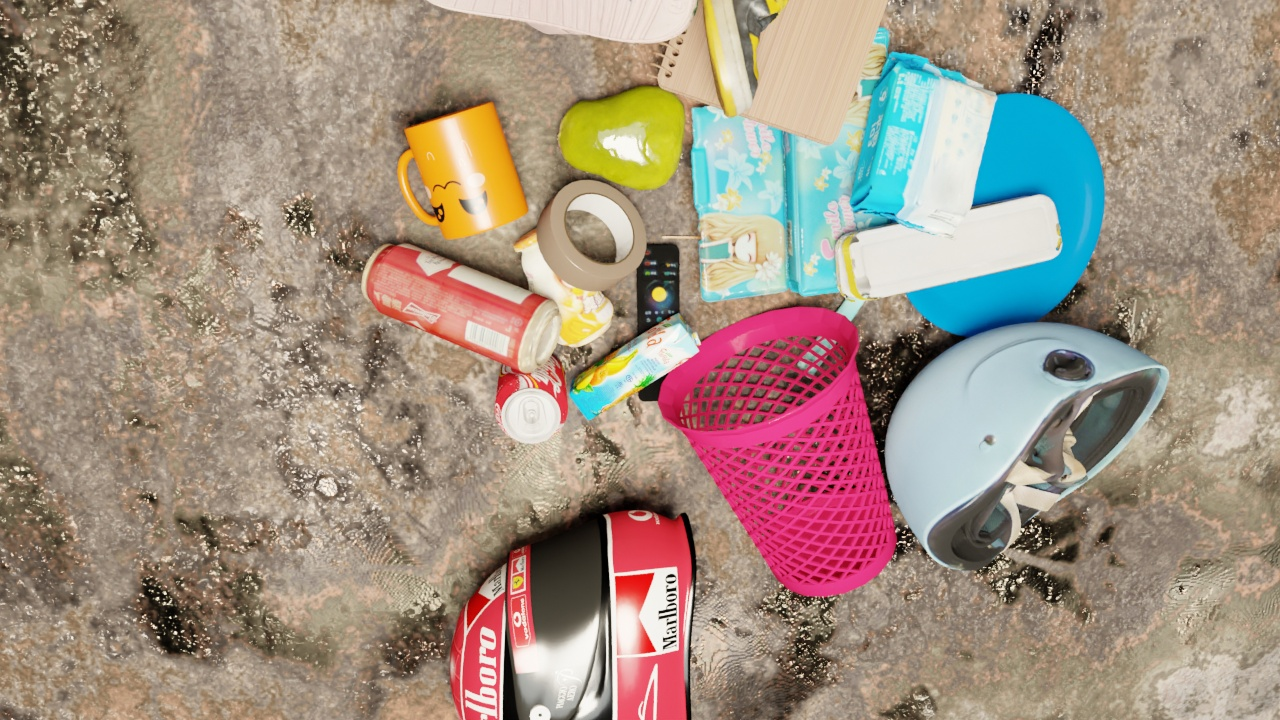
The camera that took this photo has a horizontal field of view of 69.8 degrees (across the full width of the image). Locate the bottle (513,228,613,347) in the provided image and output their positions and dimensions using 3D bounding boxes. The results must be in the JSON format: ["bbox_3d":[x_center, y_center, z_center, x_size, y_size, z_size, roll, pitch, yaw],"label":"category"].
[{"bbox_3d":[-0.072,-0.067,0.827,0.063,0.063,0.109,-30,108,4],"label":"bottle"}]

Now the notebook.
[{"bbox_3d":[0.116,-0.305,0.756,0.169,0.022,0.210,20,97,2],"label":"notebook"}]

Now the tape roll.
[{"bbox_3d":[-0.042,-0.109,0.802,0.093,0.030,0.093,11,67,-27],"label":"tape roll"}]

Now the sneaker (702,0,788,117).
[{"bbox_3d":[0.105,-0.310,0.699,0.122,0.086,0.238,-5,92,8],"label":"sneaker"}]

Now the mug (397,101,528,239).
[{"bbox_3d":[-0.162,-0.159,0.787,0.113,0.077,0.096,-6,112,29],"label":"mug"}]

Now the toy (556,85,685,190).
[{"bbox_3d":[-0.017,-0.195,0.795,0.110,0.051,0.090,6,105,-5],"label":"toy"}]

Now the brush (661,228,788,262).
[{"bbox_3d":[0.089,-0.112,0.850,0.126,0.017,0.048,0,108,-6],"label":"brush"}]

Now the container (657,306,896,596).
[{"bbox_3d":[0.145,0.095,0.853,0.183,0.183,0.226,-25,116,2],"label":"container"}]

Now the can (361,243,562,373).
[{"bbox_3d":[-0.154,-0.047,0.795,0.170,0.067,0.067,21,106,12],"label":"can"}]

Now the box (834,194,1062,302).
[{"bbox_3d":[0.274,-0.101,0.821,0.209,0.045,0.066,-13,96,-11],"label":"box"}]

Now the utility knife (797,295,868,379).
[{"bbox_3d":[0.192,-0.035,0.888,0.022,0.015,0.120,30,102,-23],"label":"utility knife"}]

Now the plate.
[{"bbox_3d":[0.329,-0.132,0.856,0.224,0.024,0.224,-4,107,-14],"label":"plate"}]

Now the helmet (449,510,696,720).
[{"bbox_3d":[-0.067,0.277,0.870,0.224,0.197,0.271,-1,100,-6],"label":"helmet"}]

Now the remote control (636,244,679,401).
[{"bbox_3d":[0.017,-0.035,0.868,0.041,0.020,0.152,-1,107,-3],"label":"remote control"}]

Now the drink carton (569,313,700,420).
[{"bbox_3d":[-0.005,0.005,0.846,0.129,0.044,0.038,-32,106,11],"label":"drink carton"}]

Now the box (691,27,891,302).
[{"bbox_3d":[0.133,-0.169,0.812,0.181,0.039,0.227,-7,105,-11],"label":"box"}]

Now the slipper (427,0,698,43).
[{"bbox_3d":[-0.067,-0.315,0.746,0.239,0.064,0.094,10,107,9],"label":"slipper"}]

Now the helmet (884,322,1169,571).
[{"bbox_3d":[0.341,0.058,0.843,0.265,0.166,0.226,-27,145,-8],"label":"helmet"}]

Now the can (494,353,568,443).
[{"bbox_3d":[-0.099,0.032,0.832,0.064,0.104,0.064,-2,108,-5],"label":"can"}]

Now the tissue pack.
[{"bbox_3d":[0.235,-0.179,0.768,0.093,0.062,0.144,14,86,-6],"label":"tissue pack"}]
